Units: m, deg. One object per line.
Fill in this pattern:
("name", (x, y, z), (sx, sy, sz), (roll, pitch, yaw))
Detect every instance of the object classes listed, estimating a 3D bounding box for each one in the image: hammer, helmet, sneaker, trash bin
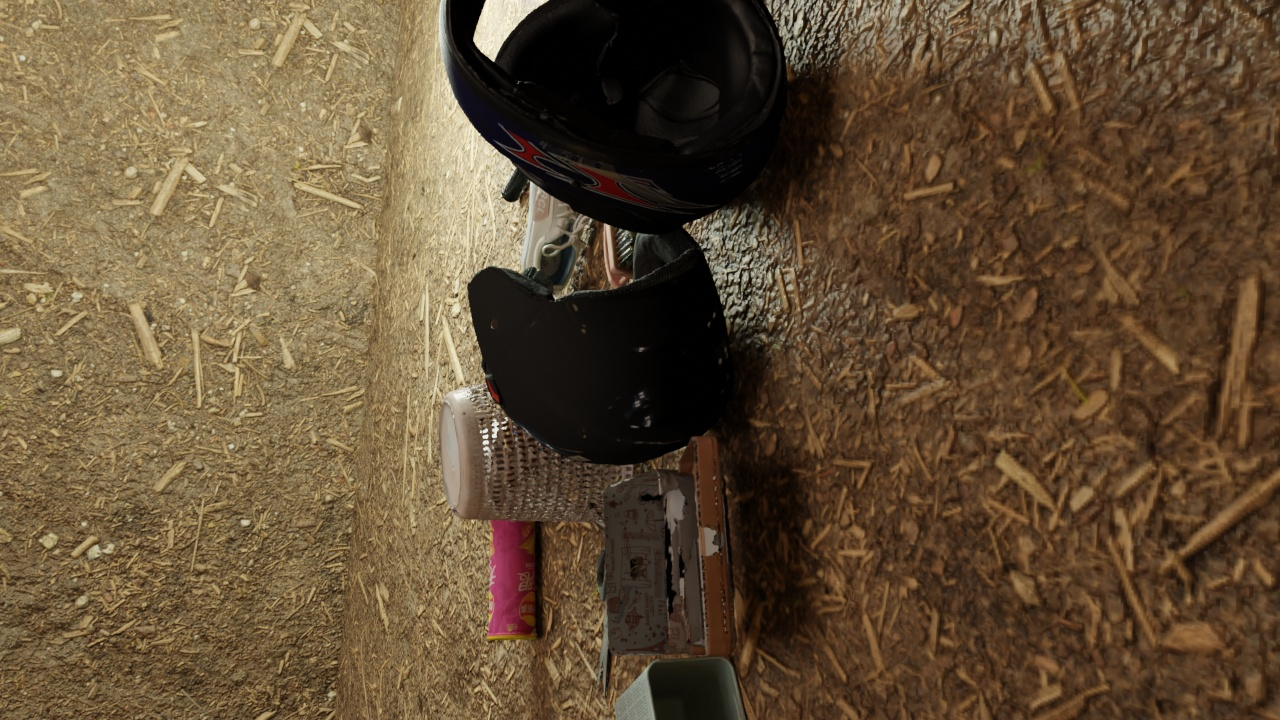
("hammer", (-0.163, -0.348, 1.474), (0.302, 0.032, 0.128), (-44, 46, 54))
("helmet", (-0.035, -0.007, 0.909), (0.275, 0.232, 0.230), (-28, 83, 58))
("helmet", (-0.028, -0.250, 0.848), (0.241, 0.315, 0.247), (162, 119, -76))
("sneaker", (-0.106, -0.203, 1.260), (0.090, 0.089, 0.243), (54, 133, 52))
("trash bin", (-0.133, 0.104, 1.098), (0.228, 0.192, 0.227), (176, 90, -68))

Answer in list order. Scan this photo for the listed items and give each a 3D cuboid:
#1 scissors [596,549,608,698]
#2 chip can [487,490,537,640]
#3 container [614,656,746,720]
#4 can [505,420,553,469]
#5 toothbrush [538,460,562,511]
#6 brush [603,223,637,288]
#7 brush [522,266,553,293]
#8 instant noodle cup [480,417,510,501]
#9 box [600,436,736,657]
("scissors", (-0.040, 0.311, 1.107), (0.169, 0.014, 0.156), (116, 147, -40))
("chip can", (-0.188, 0.300, 1.344), (0.072, 0.071, 0.210), (-33, 55, 59))
("container", (0.034, 0.341, 0.860), (0.112, 0.089, 0.090), (121, 145, -49))
("can", (-0.138, 0.076, 1.275), (0.049, 0.074, 0.148), (30, 101, 61))
("toothbrush", (-0.113, 0.150, 1.284), (0.018, 0.015, 0.181), (55, 134, 45))
("brush", (-0.017, -0.156, 1.092), (0.073, 0.063, 0.145), (-40, 48, 42))
("brush", (-0.164, -0.075, 1.272), (0.073, 0.055, 0.144), (-51, 2, -25))
("instant noodle cup", (-0.219, 0.142, 1.380), (0.137, 0.060, 0.174), (-52, 15, -22))
("box", (0.041, 0.183, 0.850), (0.261, 0.105, 0.178), (145, 126, -58))
